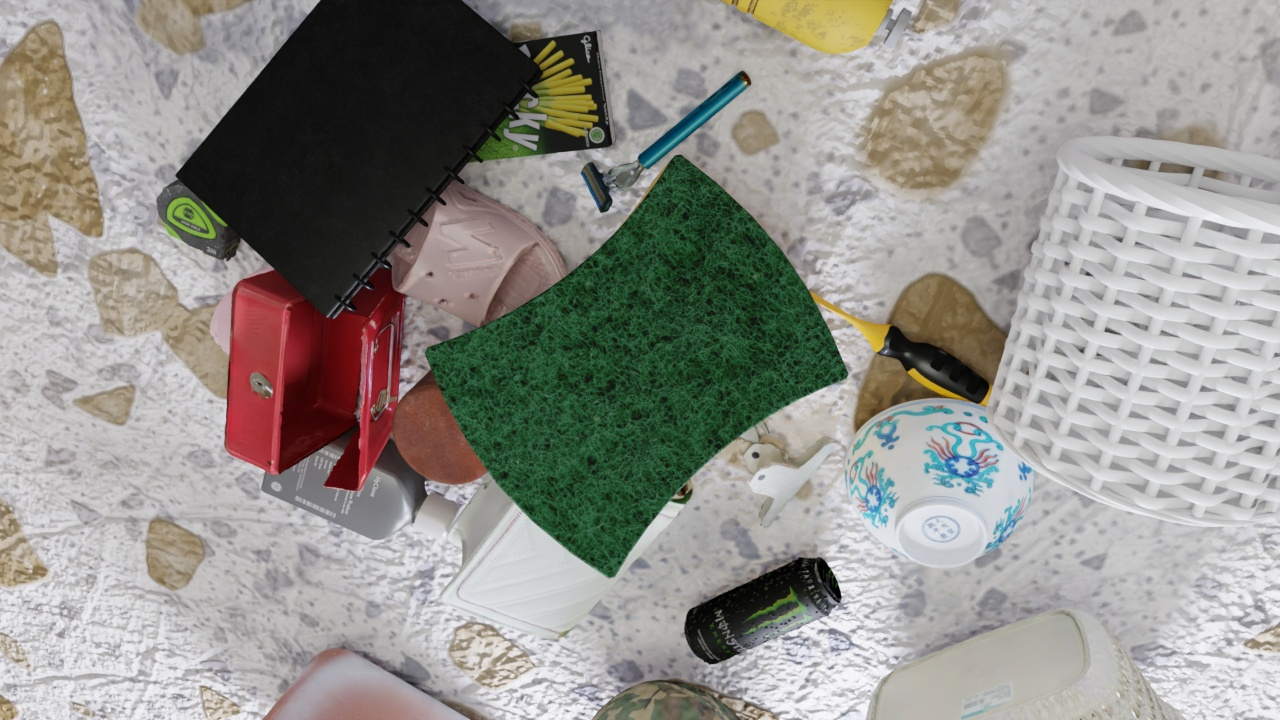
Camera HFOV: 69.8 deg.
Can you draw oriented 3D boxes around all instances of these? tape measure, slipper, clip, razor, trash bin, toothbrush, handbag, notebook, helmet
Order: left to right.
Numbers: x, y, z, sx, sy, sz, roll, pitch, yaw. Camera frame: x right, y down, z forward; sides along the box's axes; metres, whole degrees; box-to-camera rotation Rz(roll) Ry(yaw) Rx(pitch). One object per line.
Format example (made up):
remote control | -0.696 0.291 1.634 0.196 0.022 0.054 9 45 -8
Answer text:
tape measure | -0.366 -0.124 0.767 0.065 0.035 0.059 26 124 -3
notebook | -0.200 -0.166 0.657 0.169 0.019 0.231 42 93 8
trash bin | -0.268 0.431 0.911 0.259 0.157 0.182 30 115 -3
slipper | -0.160 -0.094 0.718 0.239 0.064 0.094 34 115 -2
handbag | -0.065 0.137 0.777 0.142 0.096 0.199 28 117 -24
razor | 0.021 -0.163 0.675 0.144 0.022 0.042 -33 66 18
helmet | 0.036 0.413 0.812 0.236 0.192 0.224 32 104 27
clip | 0.112 0.096 0.757 0.054 0.040 0.102 27 115 -14
toothbrush | 0.186 -0.015 0.692 0.196 0.031 0.031 30 158 -3

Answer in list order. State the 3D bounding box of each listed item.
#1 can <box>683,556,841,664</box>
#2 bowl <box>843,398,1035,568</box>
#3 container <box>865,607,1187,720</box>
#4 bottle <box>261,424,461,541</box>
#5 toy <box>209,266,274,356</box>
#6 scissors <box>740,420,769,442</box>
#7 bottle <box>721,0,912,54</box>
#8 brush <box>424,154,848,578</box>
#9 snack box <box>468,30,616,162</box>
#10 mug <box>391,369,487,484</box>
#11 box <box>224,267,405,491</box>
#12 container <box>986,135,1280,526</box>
can | 0.104 0.217 0.796 0.138 0.053 0.054 -31 103 22
bowl | 0.227 0.108 0.697 0.144 0.074 0.144 7 125 10
container | 0.299 0.309 0.729 0.252 0.184 0.143 -31 94 22
bottle | -0.248 0.112 0.833 0.174 0.046 0.084 24 115 1
toy | -0.331 -0.038 0.777 0.096 0.098 0.053 -4 145 38
scissors | 0.035 0.019 0.748 0.151 0.019 0.130 -5 113 12
bottle | 0.097 -0.252 0.592 0.164 0.070 0.071 28 115 0
brush | -0.004 0.004 0.651 0.250 0.075 0.195 -39 95 -9
snack box | -0.098 -0.193 0.683 0.148 0.025 0.080 -3 112 13
mug | -0.151 0.049 0.754 0.096 0.110 0.123 42 114 -1
box | -0.260 0.004 0.746 0.117 0.135 0.158 11 113 1
container | 0.333 -0.026 0.571 0.189 0.188 0.187 10 115 8
